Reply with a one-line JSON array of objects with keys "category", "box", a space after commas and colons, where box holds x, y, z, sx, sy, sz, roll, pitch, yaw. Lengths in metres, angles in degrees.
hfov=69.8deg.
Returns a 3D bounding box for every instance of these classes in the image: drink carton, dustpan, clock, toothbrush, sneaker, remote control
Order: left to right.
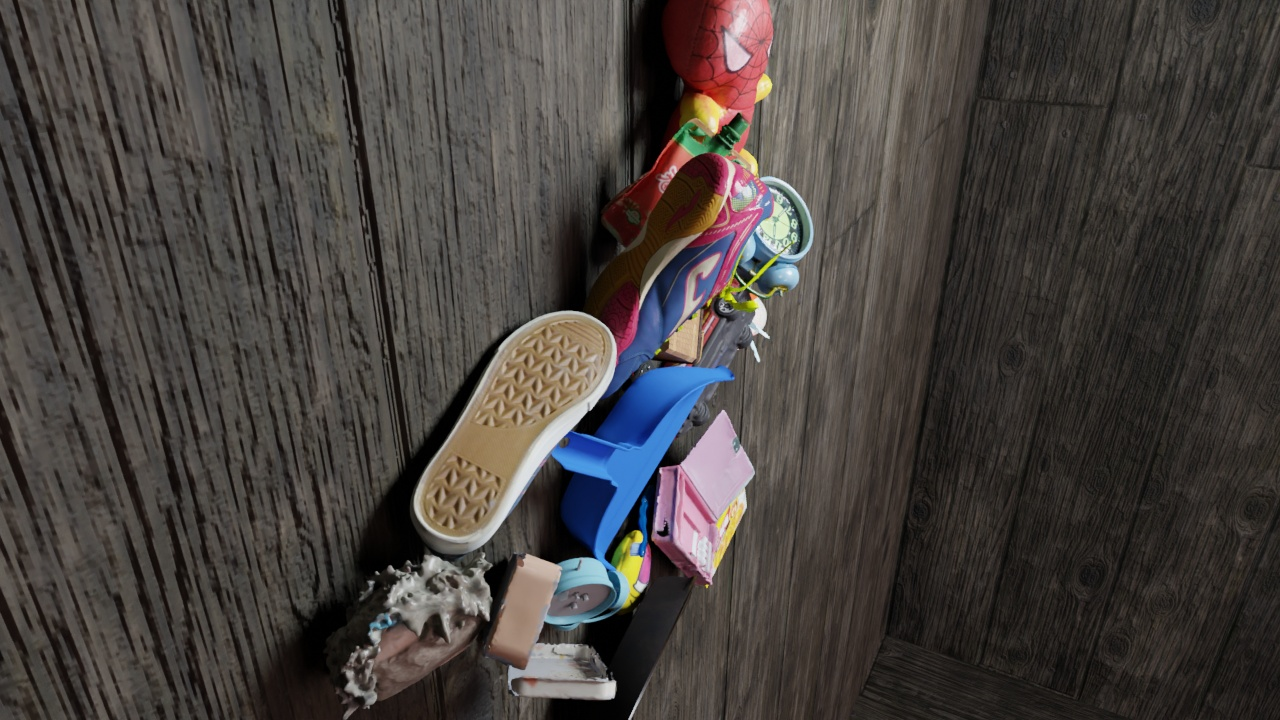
[{"category": "sneaker", "box": [-0.101, 0.056, 0.712, 0.234, 0.087, 0.079, -56, 177, -36]}, {"category": "clock", "box": [-0.054, 0.229, 0.878, 0.123, 0.087, 0.042, 55, 11, -51]}, {"category": "dustpan", "box": [-0.019, 0.090, 0.860, 0.245, 0.059, 0.257, -59, 149, 2]}, {"category": "remote control", "box": [-0.006, 0.005, 0.943, 0.039, 0.010, 0.125, -66, 154, -21]}, {"category": "toothbrush", "box": [0.004, 0.175, 1.008, 0.132, 0.016, 0.021, -76, 160, -64]}, {"category": "sneaker", "box": [0.031, -0.056, 0.792, 0.091, 0.116, 0.242, 20, 113, -38]}, {"category": "drink carton", "box": [0.113, -0.033, 1.155, 0.121, 0.039, 0.069, -37, 133, -46]}, {"category": "clock", "box": [0.136, -0.137, 1.039, 0.118, 0.060, 0.161, 30, 58, -24]}]

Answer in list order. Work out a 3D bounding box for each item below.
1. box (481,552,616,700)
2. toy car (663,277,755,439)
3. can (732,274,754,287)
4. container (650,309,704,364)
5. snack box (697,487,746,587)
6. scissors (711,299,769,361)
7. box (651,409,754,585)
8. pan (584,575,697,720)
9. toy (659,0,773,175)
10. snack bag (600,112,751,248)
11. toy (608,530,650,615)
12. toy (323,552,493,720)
[{"category": "box", "box": [-0.079, 0.196, 0.706, 0.216, 0.094, 0.107, 127, -44, -75]}, {"category": "toy car", "box": [0.072, -0.002, 1.036, 0.189, 0.056, 0.081, -57, 153, -13]}, {"category": "can", "box": [0.122, -0.121, 1.097, 0.100, 0.053, 0.053, -54, 148, -38]}, {"category": "container", "box": [0.024, -0.054, 0.902, 0.061, 0.063, 0.114, 0, 96, -61]}, {"category": "snack box", "box": [0.109, 0.237, 1.291, 0.151, 0.025, 0.075, -56, 149, -37]}, {"category": "scissors", "box": [0.129, -0.063, 1.139, 0.132, 0.015, 0.109, 31, 61, -38]}, {"category": "box", "box": [0.073, 0.171, 1.124, 0.179, 0.059, 0.233, -66, 156, -19]}, {"category": "pan", "box": [0.008, 0.330, 1.074, 0.249, 0.043, 0.355, -67, 170, 11]}, {"category": "toy", "box": [0.068, -0.257, 0.857, 0.147, 0.099, 0.217, -57, 152, -56]}, {"category": "snack bag", "box": [0.039, -0.159, 0.815, 0.087, 0.044, 0.155, 31, 114, -37]}, {"category": "toy", "box": [-0.013, 0.234, 1.010, 0.095, 0.041, 0.094, 57, 47, -69]}, {"category": "toy", "box": [-0.152, 0.182, 0.645, 0.132, 0.076, 0.176, -33, 163, -5]}]
